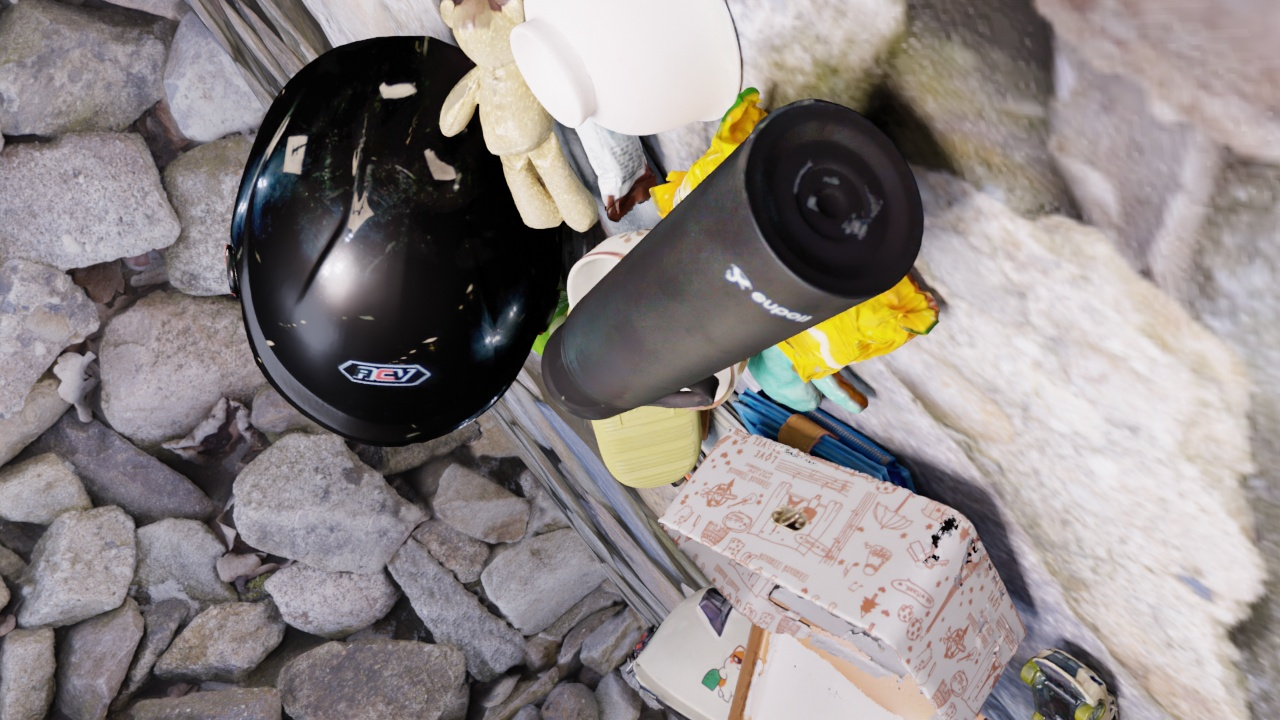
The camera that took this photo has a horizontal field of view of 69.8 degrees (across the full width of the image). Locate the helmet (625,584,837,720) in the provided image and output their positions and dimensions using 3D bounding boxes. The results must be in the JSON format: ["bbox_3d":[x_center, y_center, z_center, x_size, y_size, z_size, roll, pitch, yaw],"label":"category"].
[{"bbox_3d":[0.119,0.285,0.860,0.230,0.156,0.274,22,165,24],"label":"helmet"}]

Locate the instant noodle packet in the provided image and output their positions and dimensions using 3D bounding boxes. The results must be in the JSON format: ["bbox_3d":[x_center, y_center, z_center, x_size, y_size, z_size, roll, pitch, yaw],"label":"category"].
[{"bbox_3d":[0.065,-0.052,0.423,0.128,0.044,0.111,48,160,-2],"label":"instant noodle packet"}]

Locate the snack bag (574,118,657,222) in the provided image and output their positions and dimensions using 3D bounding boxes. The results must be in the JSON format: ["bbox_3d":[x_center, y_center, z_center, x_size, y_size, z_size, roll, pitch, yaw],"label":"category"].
[{"bbox_3d":[-0.020,-0.127,0.489,0.026,0.045,0.105,1,126,43],"label":"snack bag"}]

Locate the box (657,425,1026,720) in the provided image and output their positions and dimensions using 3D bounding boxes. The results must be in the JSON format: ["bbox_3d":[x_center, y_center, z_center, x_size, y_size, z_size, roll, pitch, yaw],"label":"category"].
[{"bbox_3d":[0.119,0.177,0.548,0.179,0.130,0.273,20,127,50],"label":"box"}]

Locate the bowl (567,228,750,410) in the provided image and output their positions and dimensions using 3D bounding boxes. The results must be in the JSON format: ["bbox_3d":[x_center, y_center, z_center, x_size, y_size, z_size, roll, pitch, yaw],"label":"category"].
[{"bbox_3d":[0.021,-0.032,0.525,0.113,0.062,0.114,30,148,21],"label":"bowl"}]

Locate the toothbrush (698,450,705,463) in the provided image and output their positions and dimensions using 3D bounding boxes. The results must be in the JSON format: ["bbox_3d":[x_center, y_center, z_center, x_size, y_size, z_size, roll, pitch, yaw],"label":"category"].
[{"bbox_3d":[0.096,0.149,0.909,0.181,0.018,0.015,55,174,-8],"label":"toothbrush"}]

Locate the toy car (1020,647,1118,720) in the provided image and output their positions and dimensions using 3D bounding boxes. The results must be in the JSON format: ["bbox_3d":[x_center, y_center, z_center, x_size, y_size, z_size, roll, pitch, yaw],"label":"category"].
[{"bbox_3d":[0.240,0.191,0.507,0.042,0.035,0.090,32,156,50],"label":"toy car"}]

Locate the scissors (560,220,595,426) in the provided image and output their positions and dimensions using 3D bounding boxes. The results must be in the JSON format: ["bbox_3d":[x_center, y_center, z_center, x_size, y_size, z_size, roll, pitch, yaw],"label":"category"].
[{"bbox_3d":[-0.047,-0.037,0.726,0.163,0.014,0.166,100,156,-43],"label":"scissors"}]

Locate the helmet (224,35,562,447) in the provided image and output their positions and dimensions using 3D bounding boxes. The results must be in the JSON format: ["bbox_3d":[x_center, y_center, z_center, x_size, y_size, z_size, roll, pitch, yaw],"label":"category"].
[{"bbox_3d":[-0.169,-0.086,0.655,0.231,0.233,0.274,124,149,-61],"label":"helmet"}]

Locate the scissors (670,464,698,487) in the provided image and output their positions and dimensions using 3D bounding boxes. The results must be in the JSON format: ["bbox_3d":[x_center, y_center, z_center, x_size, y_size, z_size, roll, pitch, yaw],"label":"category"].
[{"bbox_3d":[0.019,0.067,0.929,0.225,0.021,0.221,49,166,30],"label":"scissors"}]

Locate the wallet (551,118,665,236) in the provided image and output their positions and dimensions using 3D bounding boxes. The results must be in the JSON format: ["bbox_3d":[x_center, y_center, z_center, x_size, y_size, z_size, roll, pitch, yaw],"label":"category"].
[{"bbox_3d":[-0.015,-0.115,0.579,0.097,0.019,0.121,59,166,-22],"label":"wallet"}]

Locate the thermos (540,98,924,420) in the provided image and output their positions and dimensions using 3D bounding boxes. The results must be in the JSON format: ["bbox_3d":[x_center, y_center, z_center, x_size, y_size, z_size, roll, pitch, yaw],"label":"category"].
[{"bbox_3d":[0.028,-0.021,0.402,0.090,0.068,0.243,20,161,-16],"label":"thermos"}]

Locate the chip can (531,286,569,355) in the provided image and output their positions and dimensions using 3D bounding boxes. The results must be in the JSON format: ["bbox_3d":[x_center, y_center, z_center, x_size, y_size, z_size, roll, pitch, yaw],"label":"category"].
[{"bbox_3d":[-0.059,-0.023,0.841,0.221,0.072,0.072,29,154,57],"label":"chip can"}]

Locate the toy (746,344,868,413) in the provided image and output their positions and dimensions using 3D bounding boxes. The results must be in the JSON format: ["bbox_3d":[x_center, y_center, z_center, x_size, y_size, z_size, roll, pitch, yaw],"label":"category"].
[{"bbox_3d":[0.089,0.004,0.525,0.096,0.030,0.092,43,166,22],"label":"toy"}]

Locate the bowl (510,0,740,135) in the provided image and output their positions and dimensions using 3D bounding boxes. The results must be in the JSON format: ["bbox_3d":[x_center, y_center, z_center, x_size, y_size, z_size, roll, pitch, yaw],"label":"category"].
[{"bbox_3d":[-0.018,-0.143,0.411,0.118,0.064,0.118,47,166,15],"label":"bowl"}]

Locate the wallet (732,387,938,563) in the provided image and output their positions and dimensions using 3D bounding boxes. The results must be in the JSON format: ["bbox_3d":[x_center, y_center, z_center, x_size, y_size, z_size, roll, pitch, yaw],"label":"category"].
[{"bbox_3d":[0.123,0.074,0.584,0.133,0.040,0.106,31,160,51],"label":"wallet"}]

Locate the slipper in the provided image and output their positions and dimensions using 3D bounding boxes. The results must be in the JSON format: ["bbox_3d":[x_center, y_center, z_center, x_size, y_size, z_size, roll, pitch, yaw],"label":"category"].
[{"bbox_3d":[-0.004,0.004,0.662,0.081,0.091,0.191,-110,10,-59],"label":"slipper"}]

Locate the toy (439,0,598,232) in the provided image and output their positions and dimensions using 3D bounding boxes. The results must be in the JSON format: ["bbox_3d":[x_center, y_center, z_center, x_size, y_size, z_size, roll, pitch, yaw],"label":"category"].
[{"bbox_3d":[-0.066,-0.144,0.542,0.105,0.066,0.157,8,133,33],"label":"toy"}]

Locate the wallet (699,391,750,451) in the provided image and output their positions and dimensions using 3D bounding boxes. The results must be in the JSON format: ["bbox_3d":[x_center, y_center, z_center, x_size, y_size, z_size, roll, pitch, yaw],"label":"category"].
[{"bbox_3d":[0.057,0.049,0.728,0.130,0.037,0.107,42,164,33],"label":"wallet"}]
